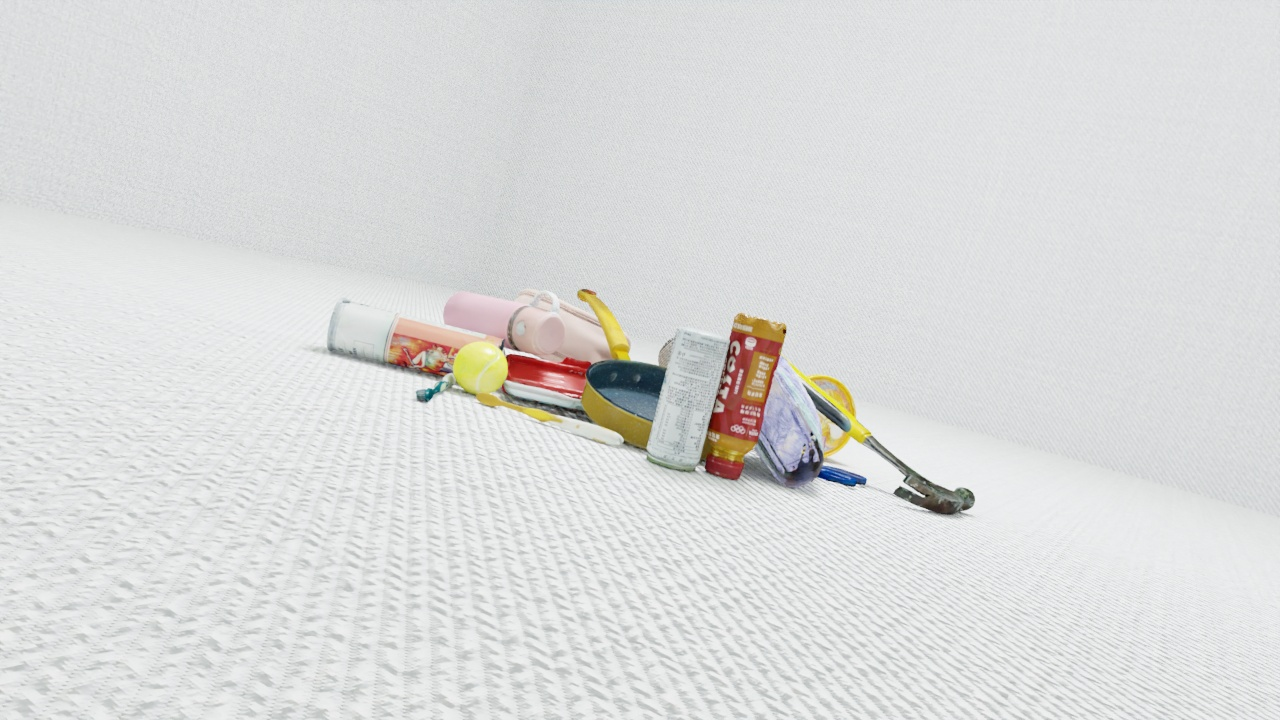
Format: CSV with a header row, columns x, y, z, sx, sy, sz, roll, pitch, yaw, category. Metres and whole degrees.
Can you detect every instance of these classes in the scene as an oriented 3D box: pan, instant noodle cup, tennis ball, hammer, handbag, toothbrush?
x,y,z,sx,sy,sz,roll,pitch,yaw,category
-0.007,0.007,1.156,0.197,0.078,0.357,6,21,-33,pan
0.236,0.079,1.349,0.118,0.118,0.114,13,-4,-18,instant noodle cup
-0.195,0.010,1.116,0.065,0.065,0.065,14,4,-1,tennis ball
0.279,0.088,1.192,0.126,0.032,0.323,7,29,-50,hammer
0.169,0.070,1.101,0.076,0.134,0.193,-30,-1,13,handbag
-0.236,0.029,1.068,0.018,0.016,0.191,3,5,-3,toothbrush
-0.110,-0.011,1.451,0.193,0.093,0.234,24,-13,10,handbag
-0.103,0.065,1.034,0.191,0.016,0.018,15,-4,22,toothbrush

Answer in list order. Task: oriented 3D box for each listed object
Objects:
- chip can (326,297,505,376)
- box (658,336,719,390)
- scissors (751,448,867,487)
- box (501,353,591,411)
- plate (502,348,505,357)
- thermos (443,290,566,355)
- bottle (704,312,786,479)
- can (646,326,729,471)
x,y,z,sx,sy,sz,roll,pitch,yaw,category
-0.287,-0.021,1.183,0.214,0.071,0.071,14,4,-5,chip can
0.084,0.039,1.237,0.164,0.069,0.052,57,12,17,box
0.202,0.134,1.171,0.172,0.012,0.132,12,4,3,scissors
-0.079,0.043,1.188,0.201,0.058,0.161,12,15,-13,box
-0.293,-0.022,1.359,0.205,0.045,0.205,15,4,-1,plate
-0.184,-0.060,1.252,0.199,0.087,0.067,12,0,43,thermos
0.109,0.039,0.983,0.057,0.175,0.057,14,5,-1,bottle
0.049,0.040,0.969,0.058,0.147,0.058,14,5,-1,can
